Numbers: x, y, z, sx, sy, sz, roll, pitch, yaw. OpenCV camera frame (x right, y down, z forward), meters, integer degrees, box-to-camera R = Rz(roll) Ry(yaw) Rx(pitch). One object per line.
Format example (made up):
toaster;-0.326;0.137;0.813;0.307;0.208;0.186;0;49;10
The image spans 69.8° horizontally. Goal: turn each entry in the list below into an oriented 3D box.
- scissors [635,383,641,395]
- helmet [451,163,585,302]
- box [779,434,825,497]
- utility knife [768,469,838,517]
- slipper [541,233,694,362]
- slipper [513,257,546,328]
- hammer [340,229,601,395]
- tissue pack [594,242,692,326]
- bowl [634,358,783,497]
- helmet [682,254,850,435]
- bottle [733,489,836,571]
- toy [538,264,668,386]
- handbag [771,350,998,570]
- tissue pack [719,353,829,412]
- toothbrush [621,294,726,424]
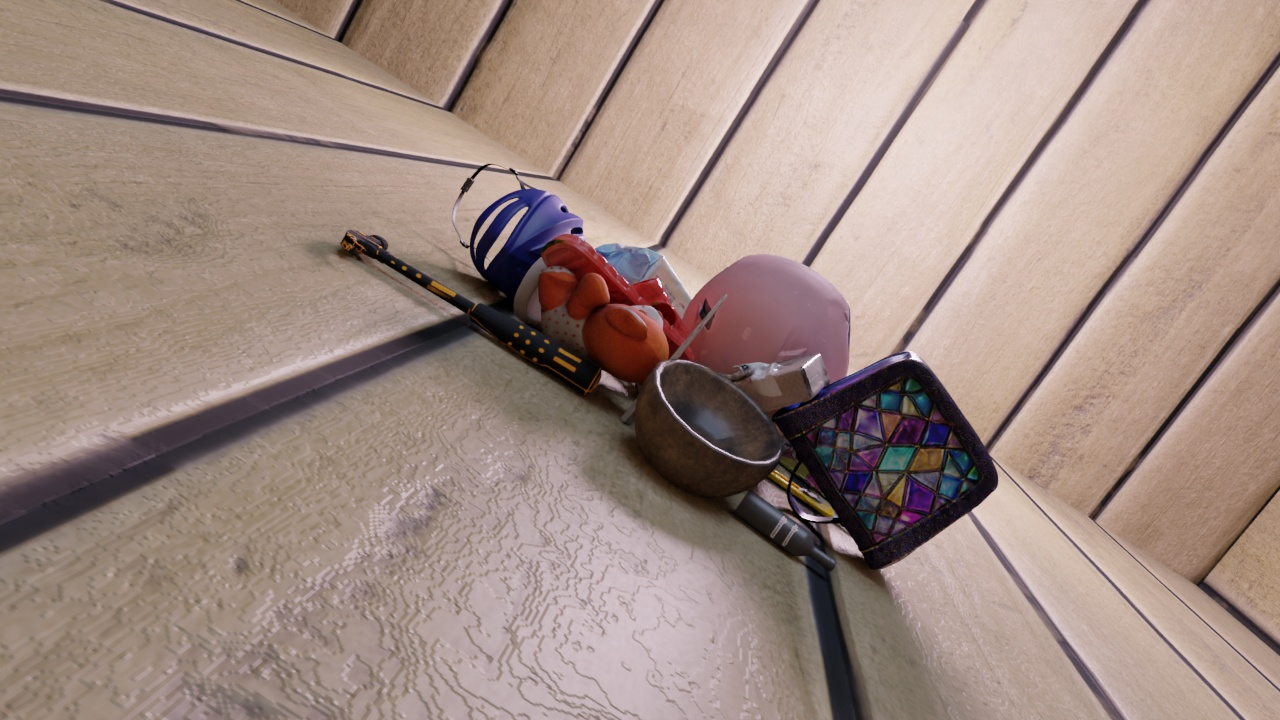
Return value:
scissors;-0.007;0.008;1.201;0.134;0.016;0.227;15;26;-2
helmet;-0.180;-0.180;1.245;0.227;0.148;0.241;39;12;10
box;0.226;0.106;1.307;0.221;0.082;0.124;39;14;25
utility knife;0.212;0.175;1.158;0.218;0.019;0.030;37;21;8
slipper;-0.014;-0.073;1.116;0.104;0.059;0.249;-10;-47;49
slipper;-0.071;-0.072;1.211;0.080;0.113;0.265;34;5;17
hammer;-0.185;-0.055;1.012;0.320;0.036;0.123;31;7;-2
tissue pack;0.011;-0.103;1.356;0.112;0.069;0.182;22;-24;44
bowl;0.063;0.077;0.958;0.162;0.070;0.162;27;27;-15
helmet;0.147;-0.003;1.193;0.230;0.256;0.152;32;27;15
bottle;0.150;0.177;0.936;0.113;0.030;0.030;35;12;12
toy;-0.036;-0.033;1.058;0.173;0.092;0.164;21;-31;41
handbag;0.268;0.112;1.057;0.205;0.222;0.125;57;15;4
tissue pack;0.119;0.031;1.071;0.103;0.182;0.071;-23;99;-62
toothbrush;0.039;0.000;0.999;0.010;0.182;0.010;25;20;-42
